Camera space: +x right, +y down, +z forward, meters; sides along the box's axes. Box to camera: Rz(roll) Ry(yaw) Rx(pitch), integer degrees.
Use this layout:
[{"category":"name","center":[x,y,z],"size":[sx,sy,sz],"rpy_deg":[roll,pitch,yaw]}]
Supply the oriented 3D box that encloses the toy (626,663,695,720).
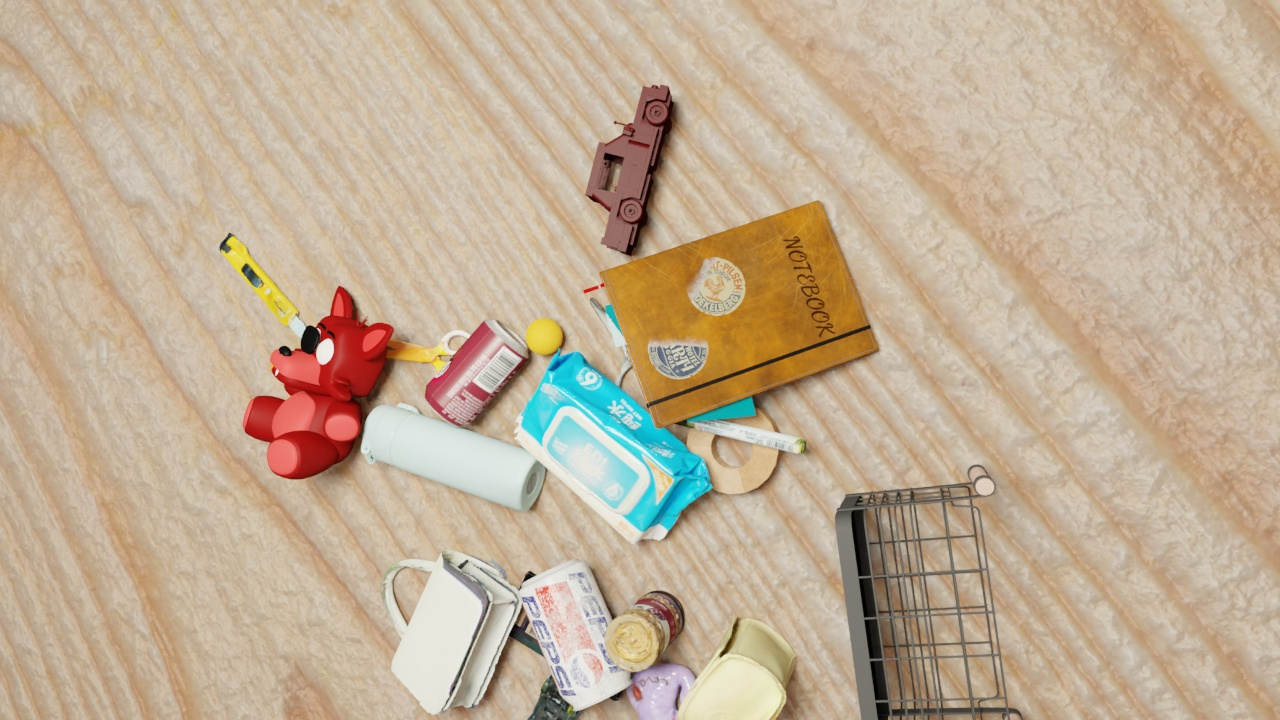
[{"category":"toy","center":[0.028,0.365,0.949],"size":[0.080,0.036,0.099],"rpy_deg":[-19,83,12]}]

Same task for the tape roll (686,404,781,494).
[{"category":"tape roll","center":[0.096,0.088,0.935],"size":[0.094,0.027,0.094],"rpy_deg":[0,89,17]}]

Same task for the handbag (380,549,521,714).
[{"category":"handbag","center":[-0.222,0.281,1.020],"size":[0.176,0.074,0.151],"rpy_deg":[27,96,35]}]

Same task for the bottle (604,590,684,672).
[{"category":"bottle","center":[0.006,0.269,0.920],"size":[0.056,0.105,0.056],"rpy_deg":[0,89,17]}]

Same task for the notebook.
[{"category":"notebook","center":[0.092,-0.037,0.892],"size":[0.249,0.014,0.178],"rpy_deg":[-19,83,-8]}]

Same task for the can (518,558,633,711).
[{"category":"can","center":[-0.066,0.278,0.939],"size":[0.078,0.078,0.136],"rpy_deg":[-29,78,15]}]

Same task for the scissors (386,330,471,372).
[{"category":"scissors","center":[-0.242,-0.013,1.048],"size":[0.131,0.012,0.073],"rpy_deg":[17,94,15]}]

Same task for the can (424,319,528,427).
[{"category":"can","center":[-0.177,0.013,0.994],"size":[0.063,0.063,0.114],"rpy_deg":[43,94,13]}]

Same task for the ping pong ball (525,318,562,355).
[{"category":"ping pong ball","center":[-0.104,-0.026,0.990],"size":[0.040,0.040,0.040],"rpy_deg":[0,89,17]}]

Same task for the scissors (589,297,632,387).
[{"category":"scissors","center":[-0.017,0.006,0.978],"size":[0.141,0.014,0.172],"rpy_deg":[33,100,12]}]

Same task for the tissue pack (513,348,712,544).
[{"category":"tissue pack","center":[-0.031,0.093,0.940],"size":[0.209,0.065,0.117],"rpy_deg":[39,127,11]}]

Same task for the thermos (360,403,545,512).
[{"category":"thermos","center":[-0.209,0.104,1.009],"size":[0.207,0.065,0.077],"rpy_deg":[16,57,17]}]

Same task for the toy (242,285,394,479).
[{"category":"toy","center":[-0.357,0.025,1.030],"size":[0.158,0.120,0.197],"rpy_deg":[31,96,48]}]

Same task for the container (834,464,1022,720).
[{"category":"container","center":[0.258,0.223,0.813],"size":[0.130,0.162,0.241],"rpy_deg":[-8,87,17]}]

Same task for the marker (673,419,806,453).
[{"category":"marker","center":[0.091,0.070,0.911],"size":[0.146,0.017,0.017],"rpy_deg":[13,93,17]}]

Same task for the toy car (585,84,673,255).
[{"category":"toy car","center":[-0.014,-0.198,0.948],"size":[0.062,0.070,0.170],"rpy_deg":[15,94,5]}]

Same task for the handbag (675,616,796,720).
[{"category":"handbag","center":[0.091,0.319,0.887],"size":[0.081,0.119,0.111],"rpy_deg":[37,99,12]}]

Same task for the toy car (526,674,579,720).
[{"category":"toy car","center":[-0.093,0.380,0.988],"size":[0.048,0.032,0.105],"rpy_deg":[28,106,14]}]

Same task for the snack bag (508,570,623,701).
[{"category":"snack bag","center":[-0.075,0.297,0.990],"size":[0.155,0.018,0.074],"rpy_deg":[27,96,15]}]

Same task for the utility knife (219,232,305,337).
[{"category":"utility knife","center":[-0.456,-0.089,1.115],"size":[0.175,0.017,0.030],"rpy_deg":[45,111,10]}]
